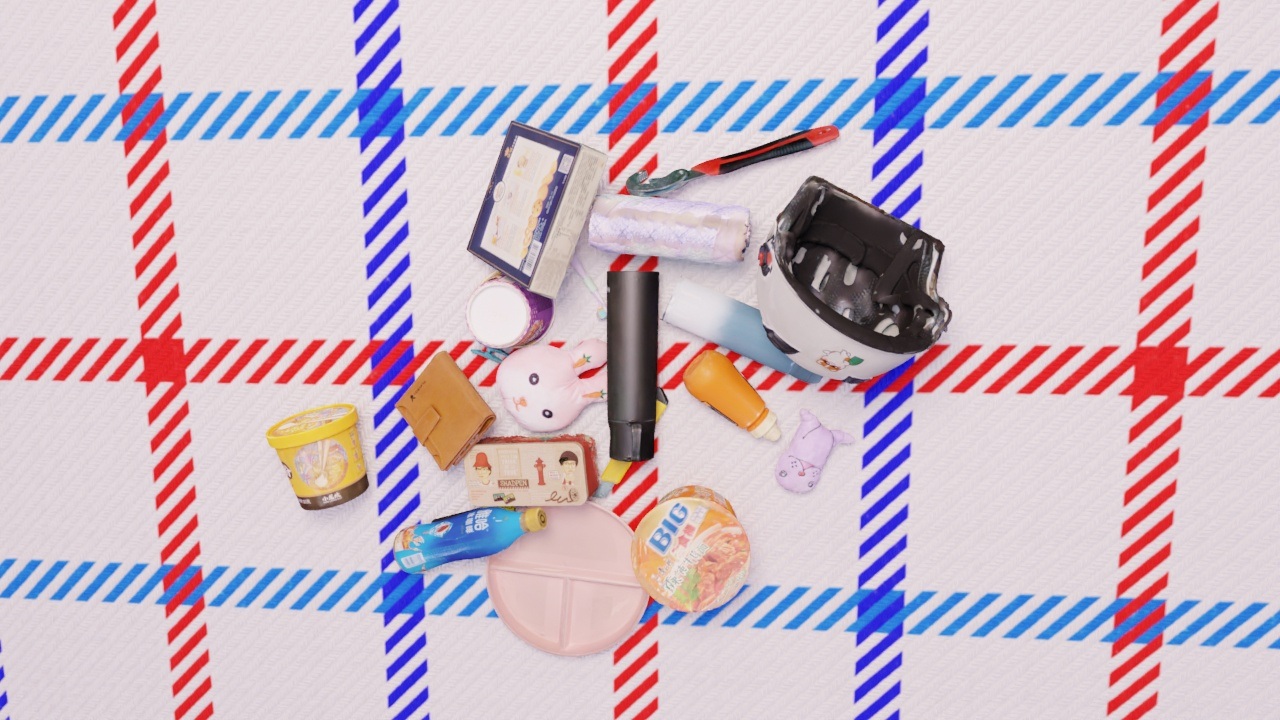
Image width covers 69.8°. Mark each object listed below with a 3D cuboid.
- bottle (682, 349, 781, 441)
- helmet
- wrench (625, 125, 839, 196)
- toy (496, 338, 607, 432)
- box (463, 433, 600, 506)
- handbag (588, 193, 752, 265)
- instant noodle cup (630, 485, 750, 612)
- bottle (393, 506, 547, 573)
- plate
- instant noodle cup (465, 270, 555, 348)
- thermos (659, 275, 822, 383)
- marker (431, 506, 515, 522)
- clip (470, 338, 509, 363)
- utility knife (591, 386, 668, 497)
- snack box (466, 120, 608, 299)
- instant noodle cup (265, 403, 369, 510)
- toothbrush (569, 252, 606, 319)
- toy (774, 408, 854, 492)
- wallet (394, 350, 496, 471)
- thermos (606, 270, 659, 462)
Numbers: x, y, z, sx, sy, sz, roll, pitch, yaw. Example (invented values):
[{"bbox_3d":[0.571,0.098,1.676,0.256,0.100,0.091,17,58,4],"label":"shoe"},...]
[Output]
[{"bbox_3d":[0.125,0.052,1.190,0.149,0.066,0.067,41,100,-9],"label":"bottle"},{"bbox_3d":[0.229,-0.074,1.076,0.230,0.273,0.157,23,138,-7],"label":"helmet"},{"bbox_3d":[0.114,-0.250,1.149,0.273,0.056,0.016,-14,132,6],"label":"wrench"},{"bbox_3d":[-0.109,0.029,1.212,0.159,0.054,0.121,-21,107,3],"label":"toy"},{"bbox_3d":[-0.142,0.142,1.227,0.168,0.075,0.091,-3,99,15],"label":"box"},{"bbox_3d":[0.039,-0.160,1.126,0.194,0.134,0.075,5,98,6],"label":"handbag"},{"bbox_3d":[0.068,0.235,1.196,0.151,0.111,0.151,1,99,6],"label":"instant noodle cup"},{"bbox_3d":[-0.227,0.234,1.231,0.219,0.065,0.065,-17,97,19],"label":"bottle"},{"bbox_3d":[-0.099,0.296,1.266,0.229,0.028,0.229,1,99,7],"label":"plate"},{"bbox_3d":[-0.173,-0.063,1.182,0.111,0.099,0.111,1,100,6],"label":"instant noodle cup"},{"bbox_3d":[0.138,-0.036,1.168,0.220,0.070,0.070,24,100,3],"label":"thermos"},{"bbox_3d":[-0.233,0.216,1.273,0.124,0.015,0.018,-14,97,10],"label":"marker"},{"bbox_3d":[-0.201,-0.012,1.235,0.057,0.014,0.047,27,99,1],"label":"clip"},{"bbox_3d":[-0.015,0.113,1.234,0.033,0.015,0.181,34,101,13],"label":"utility knife"},{"bbox_3d":[-0.132,-0.189,1.126,0.045,0.182,0.178,13,103,-39],"label":"snack box"},{"bbox_3d":[-0.427,0.131,1.234,0.118,0.118,0.114,-11,106,7],"label":"instant noodle cup"},{"bbox_3d":[-0.095,-0.137,1.203,0.021,0.029,0.189,-34,93,-31],"label":"toothbrush"},{"bbox_3d":[0.220,0.125,1.200,0.084,0.039,0.108,27,99,-8],"label":"toy"},{"bbox_3d":[-0.260,0.067,1.218,0.108,0.031,0.132,-48,60,11],"label":"wallet"},{"bbox_3d":[-0.007,0.007,1.171,0.068,0.090,0.242,-1,94,-12],"label":"thermos"}]
